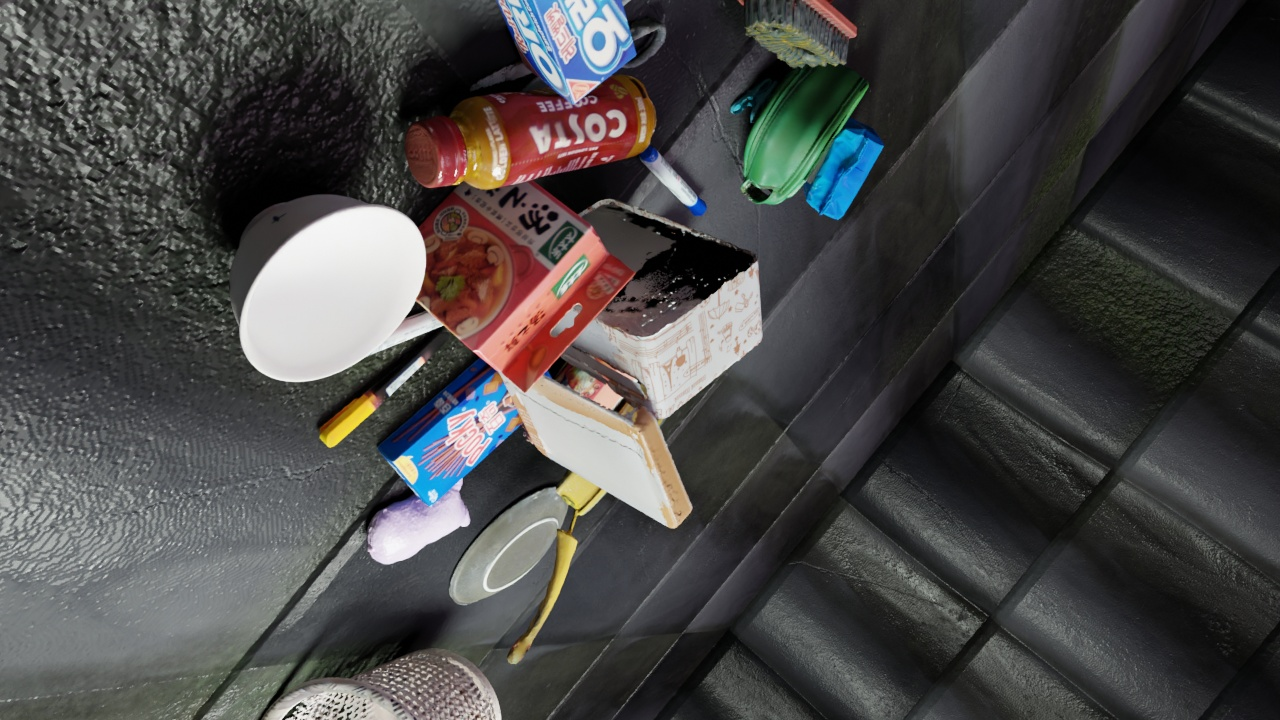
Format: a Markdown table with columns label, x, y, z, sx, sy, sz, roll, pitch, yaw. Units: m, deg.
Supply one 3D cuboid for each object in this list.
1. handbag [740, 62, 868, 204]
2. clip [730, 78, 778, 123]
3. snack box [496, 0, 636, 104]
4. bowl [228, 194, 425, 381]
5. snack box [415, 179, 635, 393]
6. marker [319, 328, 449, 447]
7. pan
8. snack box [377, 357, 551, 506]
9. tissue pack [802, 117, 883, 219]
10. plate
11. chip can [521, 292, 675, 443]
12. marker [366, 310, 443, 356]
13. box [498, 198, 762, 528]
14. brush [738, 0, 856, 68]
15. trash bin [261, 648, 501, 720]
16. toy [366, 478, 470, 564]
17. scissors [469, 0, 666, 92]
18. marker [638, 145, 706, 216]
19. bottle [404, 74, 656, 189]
| label | x | y | z | sx | sy | sz | roll | pitch | yaw |
| --- | --- | --- | --- | --- | --- | --- | --- | --- | --- |
| handbag | 0.150 | -0.220 | 0.876 | 0.131 | 0.068 | 0.120 | -55 | 176 | -27 |
| clip | 0.107 | -0.240 | 0.842 | 0.056 | 0.049 | 0.015 | -47 | 156 | -24 |
| snack box | -0.057 | -0.234 | 0.497 | 0.058 | 0.057 | 0.207 | -42 | 154 | -9 |
| bowl | -0.190 | -0.054 | 0.526 | 0.118 | 0.065 | 0.118 | -40 | 155 | -23 |
| snack box | -0.089 | -0.061 | 0.617 | 0.113 | 0.127 | 0.044 | -48 | 157 | -6 |
| marker | -0.193 | 0.018 | 0.695 | 0.123 | 0.015 | 0.018 | -45 | 158 | -19 |
| pan | -0.050 | 0.146 | 0.954 | 0.357 | 0.078 | 0.198 | -52 | -179 | -9 |
| snack box | -0.145 | 0.049 | 0.796 | 0.157 | 0.026 | 0.085 | -43 | 148 | -17 |
| tissue pack | 0.213 | -0.213 | 0.991 | 0.095 | 0.052 | 0.156 | -63 | -178 | 23 |
| plate | -0.145 | 0.221 | 1.070 | 0.179 | 0.024 | 0.180 | -40 | 154 | -24 |
| chip can | -0.028 | -0.001 | 0.888 | 0.215 | 0.071 | 0.071 | -53 | 157 | 5 |
| marker | -0.167 | -0.025 | 0.672 | 0.144 | 0.017 | 0.017 | -27 | 148 | -42 |
| box | -0.005 | 0.006 | 0.741 | 0.156 | 0.183 | 0.193 | -38 | 136 | -27 |
| brush | 0.126 | -0.292 | 0.756 | 0.145 | 0.063 | 0.069 | -2 | 97 | -58 |
| trash bin | -0.249 | 0.403 | 0.948 | 0.228 | 0.227 | 0.192 | -56 | 169 | 13 |
| toy | -0.201 | 0.143 | 0.834 | 0.107 | 0.039 | 0.084 | -27 | 130 | -37 |
| scissors | -0.040 | -0.217 | 0.624 | 0.159 | 0.014 | 0.171 | -5 | 132 | -56 |
| marker | 0.031 | -0.160 | 0.826 | 0.017 | 0.017 | 0.145 | -53 | 157 | 5 |
| bottle | -0.068 | -0.148 | 0.598 | 0.174 | 0.057 | 0.058 | -24 | 145 | -40 |
